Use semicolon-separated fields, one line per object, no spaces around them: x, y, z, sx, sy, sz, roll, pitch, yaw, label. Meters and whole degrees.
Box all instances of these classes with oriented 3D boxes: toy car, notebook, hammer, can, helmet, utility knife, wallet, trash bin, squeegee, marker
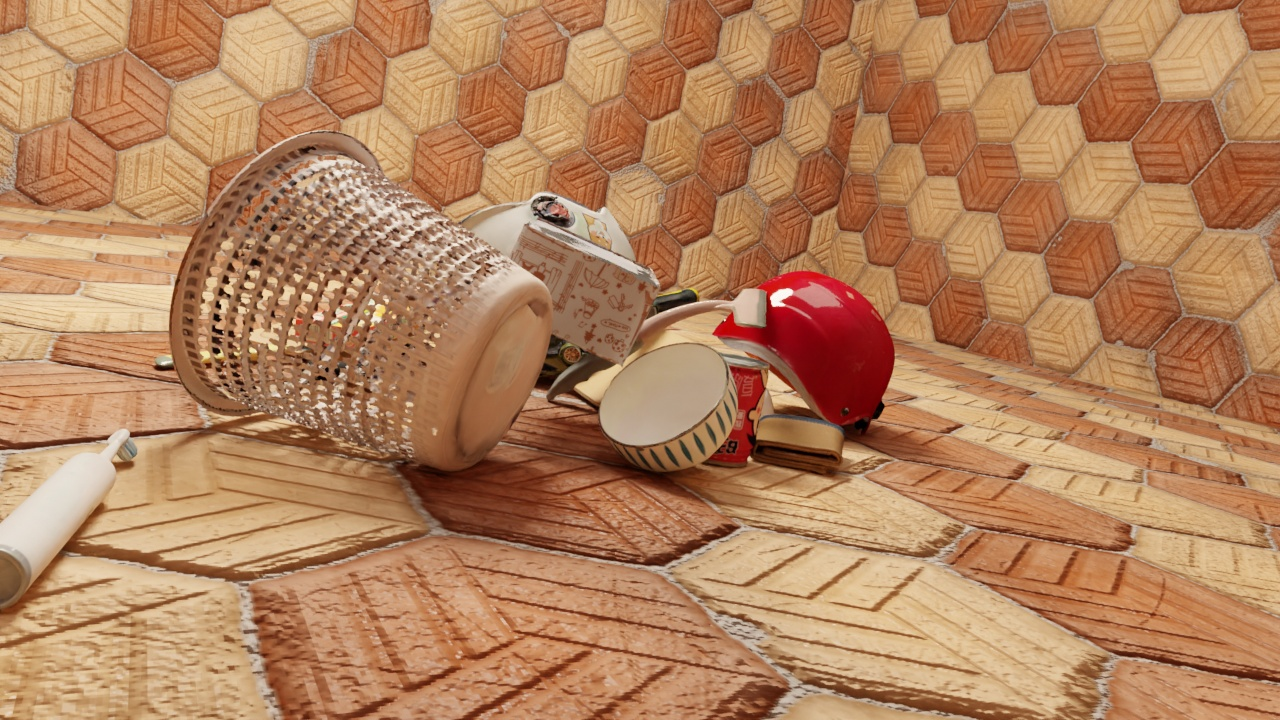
-0.124;-0.005;1.057;0.158;0.042;0.070;-5;20;3;toy car
-0.006;0.006;1.033;0.149;0.012;0.211;-23;22;-19;notebook
0.004;-0.061;1.085;0.126;0.032;0.322;-15;2;24;hammer
0.076;0.043;0.826;0.066;0.094;0.066;10;8;-2;can
-0.113;-0.079;1.155;0.273;0.231;0.157;0;45;-43;helmet
-0.330;-0.035;1.055;0.148;0.008;0.207;13;19;22;notebook
-0.378;-0.009;0.896;0.031;0.021;0.206;14;17;28;utility knife
0.154;0.080;0.894;0.090;0.033;0.115;9;8;11;wallet
-0.179;-0.026;0.663;0.192;0.228;0.227;25;11;13;trash bin
0.007;-0.021;0.939;0.250;0.040;0.247;-24;8;12;squeegee
-0.279;0.008;0.906;0.020;0.022;0.131;53;26;20;marker
0.217;-0.021;1.097;0.207;0.144;0.240;38;6;24;helmet

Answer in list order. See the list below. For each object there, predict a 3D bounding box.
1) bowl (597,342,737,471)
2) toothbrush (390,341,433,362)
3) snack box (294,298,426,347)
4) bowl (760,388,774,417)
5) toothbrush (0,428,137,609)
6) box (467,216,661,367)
0.030;0.048;0.763;0.117;0.116;0.066;18;-33;45;bowl
-0.254;-0.009;1.056;0.213;0.026;0.027;16;38;31;toothbrush
-0.303;-0.042;1.013;0.077;0.027;0.155;9;15;11;snack box
0.100;0.036;1.020;0.118;0.065;0.118;10;7;-2;bowl
-0.284;0.066;0.458;0.026;0.026;0.221;-29;17;-10;toothbrush
-0.093;-0.021;0.843;0.157;0.193;0.183;23;9;-6;box
